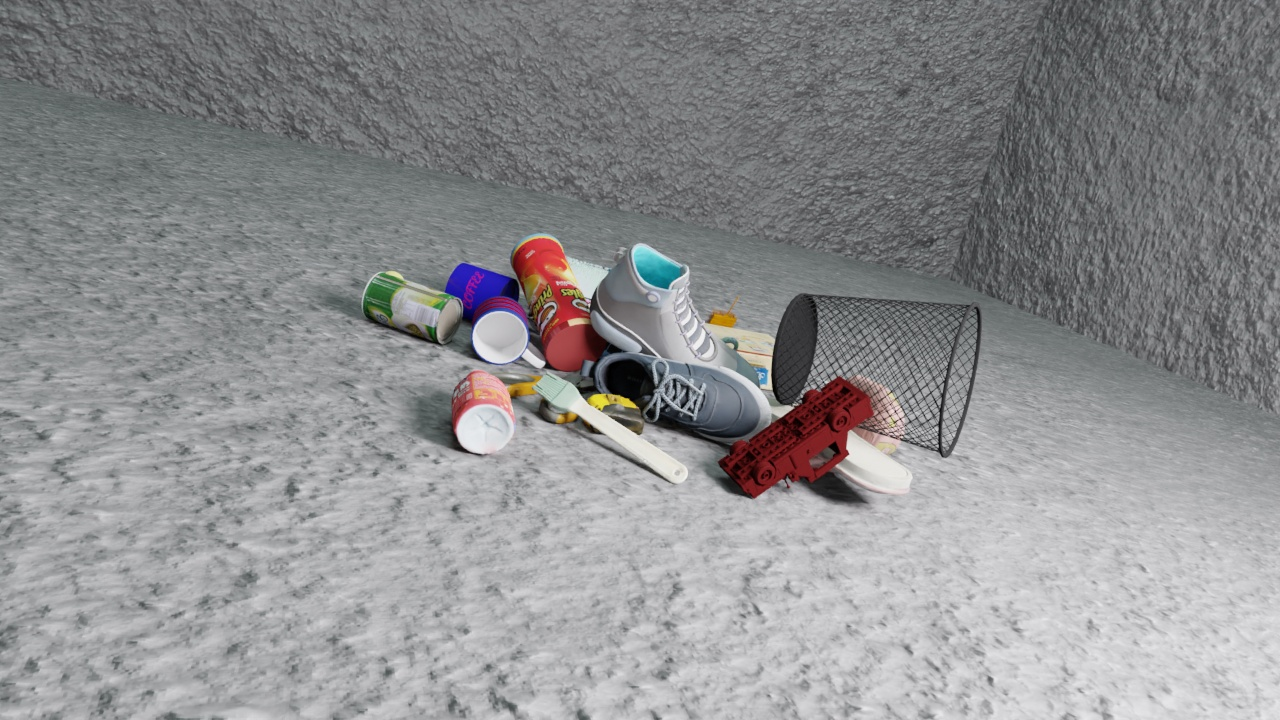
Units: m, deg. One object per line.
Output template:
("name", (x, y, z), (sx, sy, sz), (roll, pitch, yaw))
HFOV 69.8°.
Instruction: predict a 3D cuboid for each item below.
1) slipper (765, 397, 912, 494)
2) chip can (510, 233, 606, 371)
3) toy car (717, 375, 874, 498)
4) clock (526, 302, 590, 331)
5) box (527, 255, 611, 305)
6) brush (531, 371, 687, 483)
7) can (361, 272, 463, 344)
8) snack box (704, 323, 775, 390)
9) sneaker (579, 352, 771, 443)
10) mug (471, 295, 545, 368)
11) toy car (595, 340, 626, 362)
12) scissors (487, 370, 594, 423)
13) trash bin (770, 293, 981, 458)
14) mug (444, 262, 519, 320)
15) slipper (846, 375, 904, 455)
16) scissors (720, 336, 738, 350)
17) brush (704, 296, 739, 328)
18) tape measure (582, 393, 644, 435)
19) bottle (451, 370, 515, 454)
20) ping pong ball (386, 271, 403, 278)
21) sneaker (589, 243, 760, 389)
("slipper", (0.220, 0.108, 1.110), (0.114, 0.054, 0.274), (7, 14, -25))
("chip can", (-0.120, -0.086, 1.293), (0.087, 0.087, 0.213), (6, 38, -30))
("toy car", (0.174, 0.092, 1.010), (0.169, 0.062, 0.070), (-34, 32, -8))
("clock", (-0.106, -0.066, 1.406), (0.115, 0.065, 0.154), (23, 17, 29))
("box", (-0.063, -0.097, 1.569), (0.230, 0.062, 0.160), (16, 35, 7))
("brush", (-0.035, 0.074, 1.014), (0.218, 0.033, 0.012), (32, -20, 28))
("can", (-0.308, -0.071, 1.234), (0.121, 0.067, 0.067), (19, 16, 13))
("snack box", (0.141, -0.009, 1.452), (0.207, 0.055, 0.153), (9, 16, -21))
("sneaker", (0.042, 0.039, 1.115), (0.236, 0.089, 0.087), (14, 1, 22))
("mug", (-0.173, -0.030, 1.229), (0.112, 0.075, 0.076), (38, 9, -18))
("toy car", (-0.007, 0.007, 1.255), (0.153, 0.055, 0.056), (26, 19, 36))
("scissors", (-0.092, 0.038, 1.141), (0.175, 0.016, 0.224), (27, 20, 37))
("trash bin", (0.284, 0.004, 1.116), (0.210, 0.184, 0.183), (12, 13, 28))
("mug", (-0.233, -0.091, 1.377), (0.083, 0.079, 0.111), (18, -12, 13))
("slipper", (0.326, 0.078, 1.263), (0.081, 0.093, 0.197), (23, 13, -10))
("scissors", (0.063, -0.011, 1.296), (0.173, 0.021, 0.171), (-20, -48, 35))
("brush", (0.132, -0.064, 1.523), (0.048, 0.127, 0.017), (9, 47, -20))
("tape measure", (-0.033, 0.061, 1.072), (0.065, 0.037, 0.064), (9, 17, -20))
("bottle", (-0.167, 0.046, 0.963), (0.062, 0.062, 0.137), (10, 15, -15))
("ping pong ball", (-0.374, -0.114, 1.376), (0.040, 0.040, 0.040), (14, 15, -4))
("sneaker", (0.064, -0.045, 1.163), (0.256, 0.161, 0.092), (33, 56, -2))
